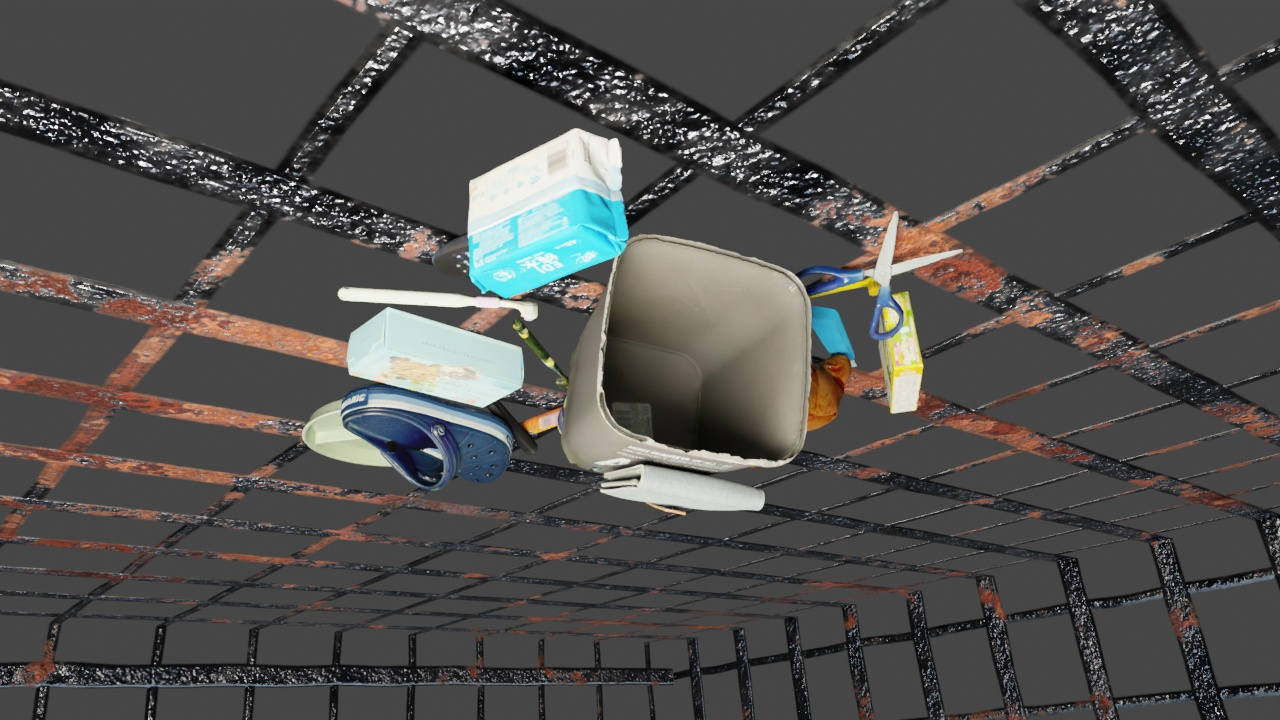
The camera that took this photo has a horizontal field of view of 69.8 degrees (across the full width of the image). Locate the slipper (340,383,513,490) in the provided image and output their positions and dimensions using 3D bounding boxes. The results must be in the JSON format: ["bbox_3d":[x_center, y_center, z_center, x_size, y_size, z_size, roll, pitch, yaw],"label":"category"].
[{"bbox_3d":[-0.244,0.102,1.091,0.105,0.095,0.252,-17,149,29],"label":"slipper"}]

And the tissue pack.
[{"bbox_3d":[-0.072,-0.109,0.705,0.140,0.090,0.063,-18,153,29],"label":"tissue pack"}]

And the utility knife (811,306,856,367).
[{"bbox_3d":[0.224,-0.020,1.047,0.034,0.018,0.185,2,161,23],"label":"utility knife"}]

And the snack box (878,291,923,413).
[{"bbox_3d":[0.283,-0.006,1.005,0.034,0.086,0.140,-9,155,12],"label":"snack box"}]

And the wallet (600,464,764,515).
[{"bbox_3d":[0.037,0.129,0.887,0.129,0.037,0.107,13,164,-22],"label":"wallet"}]

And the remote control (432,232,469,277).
[{"bbox_3d":[-0.116,-0.102,0.794,0.136,0.024,0.053,-13,153,15],"label":"remote control"}]

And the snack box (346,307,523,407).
[{"bbox_3d":[-0.214,0.000,0.975,0.174,0.051,0.074,19,147,-41],"label":"snack box"}]

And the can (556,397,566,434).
[{"bbox_3d":[-0.027,0.069,1.137,0.148,0.074,0.049,2,153,-14],"label":"can"}]

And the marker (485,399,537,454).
[{"bbox_3d":[-0.166,0.083,1.177,0.020,0.022,0.132,-35,141,-4],"label":"marker"}]

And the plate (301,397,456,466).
[{"bbox_3d":[-0.318,0.092,1.194,0.230,0.027,0.230,-3,156,-2],"label":"plate"}]

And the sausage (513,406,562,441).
[{"bbox_3d":[-0.143,0.087,1.222,0.166,0.021,0.021,-21,152,34],"label":"sausage"}]

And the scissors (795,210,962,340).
[{"bbox_3d":[0.223,-0.077,0.884,0.162,0.012,0.176,2,141,19],"label":"scissors"}]

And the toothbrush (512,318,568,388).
[{"bbox_3d":[-0.110,-0.004,1.034,0.017,0.012,0.186,1,158,14],"label":"toothbrush"}]

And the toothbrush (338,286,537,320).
[{"bbox_3d":[-0.194,-0.056,0.891,0.189,0.029,0.020,4,113,-16],"label":"toothbrush"}]

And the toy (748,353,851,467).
[{"bbox_3d":[0.155,0.057,1.091,0.140,0.130,0.200,14,136,-13],"label":"toy"}]

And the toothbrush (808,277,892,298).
[{"bbox_3d":[0.162,-0.062,0.942,0.190,0.016,0.016,-10,154,12],"label":"toothbrush"}]

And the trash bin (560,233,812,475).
[{"bbox_3d":[0.027,0.021,0.895,0.199,0.198,0.220,13,158,-16],"label":"trash bin"}]
